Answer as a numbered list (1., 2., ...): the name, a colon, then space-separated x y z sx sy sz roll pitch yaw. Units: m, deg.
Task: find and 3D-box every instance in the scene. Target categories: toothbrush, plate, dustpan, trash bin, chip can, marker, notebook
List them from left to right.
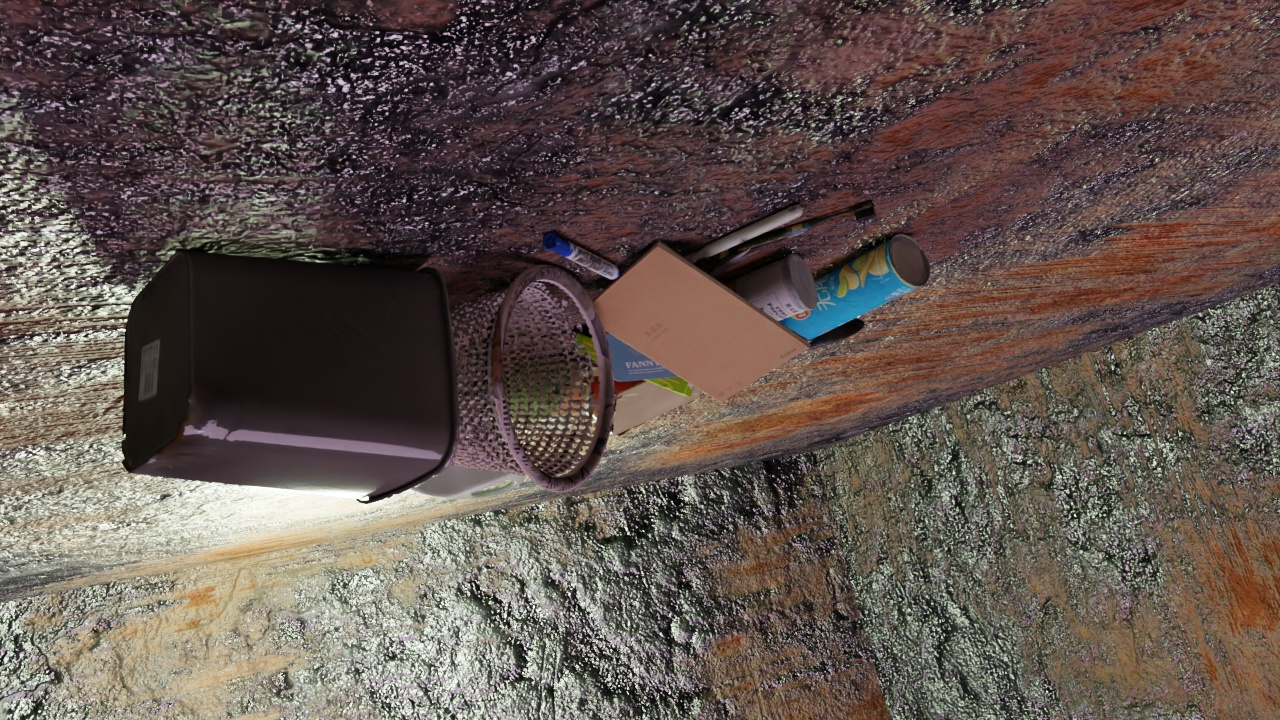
1. trash bin: -0.302 0.016 0.786 0.219 0.198 0.199 8 156 -43
2. dustpan: -0.300 0.151 1.353 0.223 0.142 0.257 -23 173 30
3. trash bin: -0.161 0.026 0.955 0.192 0.227 0.227 -6 172 26
4. marker: -0.055 -0.101 0.903 0.017 0.017 0.145 -18 167 20
5. notebook: 0.058 -0.035 1.013 0.211 0.012 0.150 32 136 -22
6. toothbrush: 0.088 -0.120 0.968 0.190 0.029 0.020 -24 123 32
7. chip can: 0.105 -0.060 1.126 0.215 0.071 0.071 -21 166 32
8. toothbrush: 0.159 -0.134 0.982 0.186 0.017 0.012 -16 170 12
9. plate: 0.236 -0.045 1.341 0.179 0.024 0.179 -14 -167 3
10. chip can: 0.265 -0.086 1.174 0.071 0.071 0.211 -5 165 -35

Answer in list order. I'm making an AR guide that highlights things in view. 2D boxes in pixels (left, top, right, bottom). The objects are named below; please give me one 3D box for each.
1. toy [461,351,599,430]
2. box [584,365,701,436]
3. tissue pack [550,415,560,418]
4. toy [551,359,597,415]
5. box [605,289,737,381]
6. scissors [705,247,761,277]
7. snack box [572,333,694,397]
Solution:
1. toy: -0.170 0.034 1.148 0.247 0.090 0.226 -3 -165 13
2. box: 0.013 0.039 1.282 0.168 0.080 0.091 -23 136 -32
3. tissue pack: -0.162 0.064 1.423 0.133 0.050 0.093 -4 165 -35
4. toy: -0.147 0.044 1.288 0.225 0.082 0.144 -2 161 -35
5. box: 0.032 -0.028 1.079 0.184 0.061 0.090 -8 134 19
6. scissors: 0.086 -0.099 1.029 0.172 0.014 0.146 -13 170 25
7. snack box: -0.007 0.007 1.185 0.156 0.026 0.085 22 178 9
